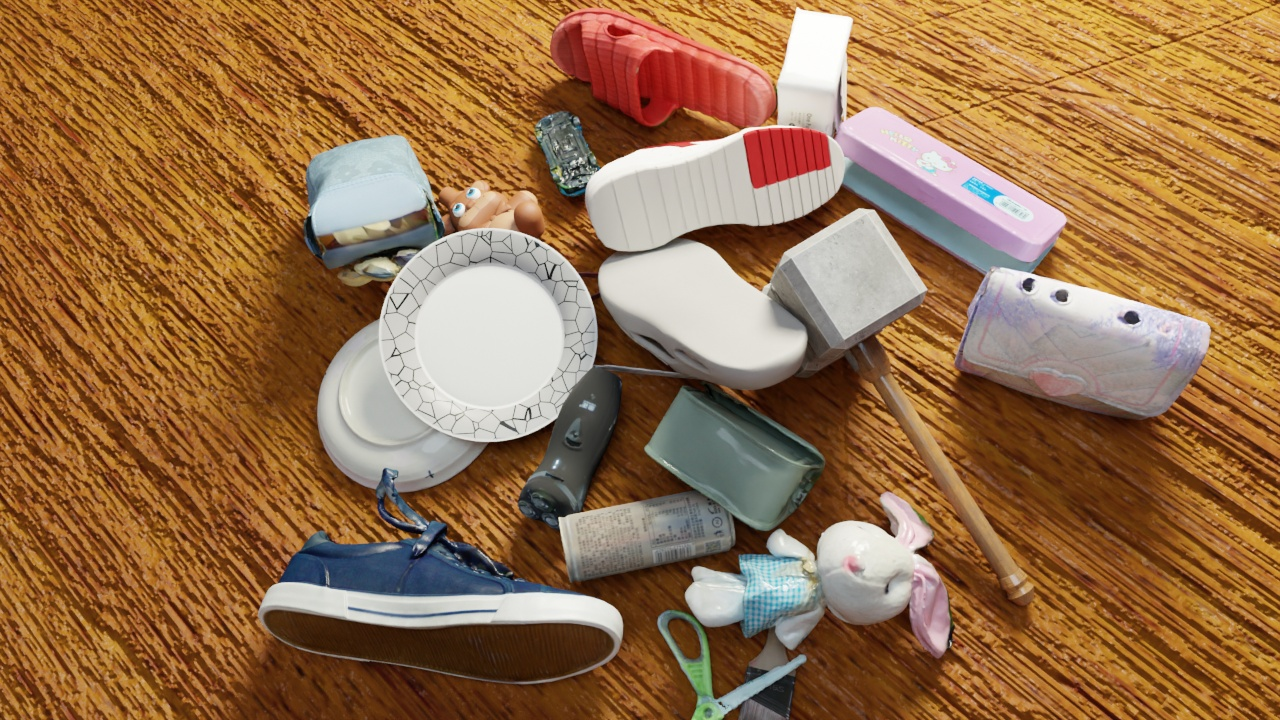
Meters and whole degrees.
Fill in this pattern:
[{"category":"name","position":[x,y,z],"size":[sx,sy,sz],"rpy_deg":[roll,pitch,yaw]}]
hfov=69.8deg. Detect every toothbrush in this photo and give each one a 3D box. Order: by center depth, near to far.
[{"category":"toothbrush","position":[-0.005,0.005,0.790],"size":[0.182,0.010,0.010],"rpy_deg":[5,65,38]}]

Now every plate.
[{"category":"plate","position":[-0.133,-0.023,0.811],"size":[0.188,0.016,0.188],"rpy_deg":[1,83,-5]},{"category":"plate","position":[-0.215,0.028,0.840],"size":[0.182,0.034,0.182],"rpy_deg":[-3,67,8]}]

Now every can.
[{"category":"can","position":[0.005,0.139,0.737],"size":[0.135,0.054,0.054],"rpy_deg":[-11,65,-4]}]

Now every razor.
[{"category":"razor","position":[-0.057,0.072,0.775],"size":[0.053,0.064,0.140],"rpy_deg":[21,83,9]}]

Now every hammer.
[{"category":"hammer","position":[0.214,0.051,0.720],"size":[0.083,0.163,0.317],"rpy_deg":[-31,82,-5]}]

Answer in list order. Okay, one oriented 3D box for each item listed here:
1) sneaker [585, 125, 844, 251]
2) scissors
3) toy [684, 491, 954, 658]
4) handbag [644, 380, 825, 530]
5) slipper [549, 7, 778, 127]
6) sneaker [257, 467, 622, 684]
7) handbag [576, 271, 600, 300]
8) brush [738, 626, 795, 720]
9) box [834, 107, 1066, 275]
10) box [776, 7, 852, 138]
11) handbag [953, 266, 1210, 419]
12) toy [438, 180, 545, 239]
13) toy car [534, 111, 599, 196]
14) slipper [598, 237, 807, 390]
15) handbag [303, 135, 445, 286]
[{"category":"sneaker","position":[0.063,-0.172,0.856],"size":[0.236,0.090,0.104],"rpy_deg":[-16,29,-2]},{"category":"scissors","position":[0.052,0.270,0.698],"size":[0.172,0.021,0.171],"rpy_deg":[-30,56,-1]},{"category":"toy","position":[0.134,0.156,0.682],"size":[0.205,0.106,0.131],"rpy_deg":[-5,63,-1]},{"category":"handbag","position":[0.078,0.071,0.738],"size":[0.122,0.106,0.067],"rpy_deg":[33,103,21]},{"category":"slipper","position":[0.010,-0.273,0.895],"size":[0.249,0.103,0.059],"rpy_deg":[22,68,21]},{"category":"sneaker","position":[-0.152,0.175,0.743],"size":[0.295,0.121,0.127],"rpy_deg":[3,45,13]},{"category":"handbag","position":[-0.080,-0.064,0.866],"size":[0.119,0.029,0.055],"rpy_deg":[-10,68,-1]},{"category":"brush","position":[0.101,0.243,0.709],"size":[0.039,0.012,0.151],"rpy_deg":[9,68,13]},{"category":"box","position":[0.274,-0.155,0.834],"size":[0.214,0.065,0.077],"rpy_deg":[38,63,22]},{"category":"box","position":[0.179,-0.258,0.862],"size":[0.091,0.107,0.102],"rpy_deg":[13,70,11]},{"category":"handbag","position":[0.336,-0.012,0.718],"size":[0.159,0.126,0.069],"rpy_deg":[19,73,15]},{"category":"toy","position":[-0.149,-0.138,0.887],"size":[0.128,0.065,0.094],"rpy_deg":[34,78,26]},{"category":"toy car","position":[-0.072,-0.205,0.919],"size":[0.048,0.032,0.105],"rpy_deg":[-24,60,-1]},{"category":"slipper","position":[0.050,-0.025,0.768],"size":[0.112,0.081,0.266],"rpy_deg":[-25,32,-16]},{"category":"handbag","position":[-0.255,-0.135,0.872],"size":[0.121,0.119,0.192],"rpy_deg":[-18,33,-13]}]
